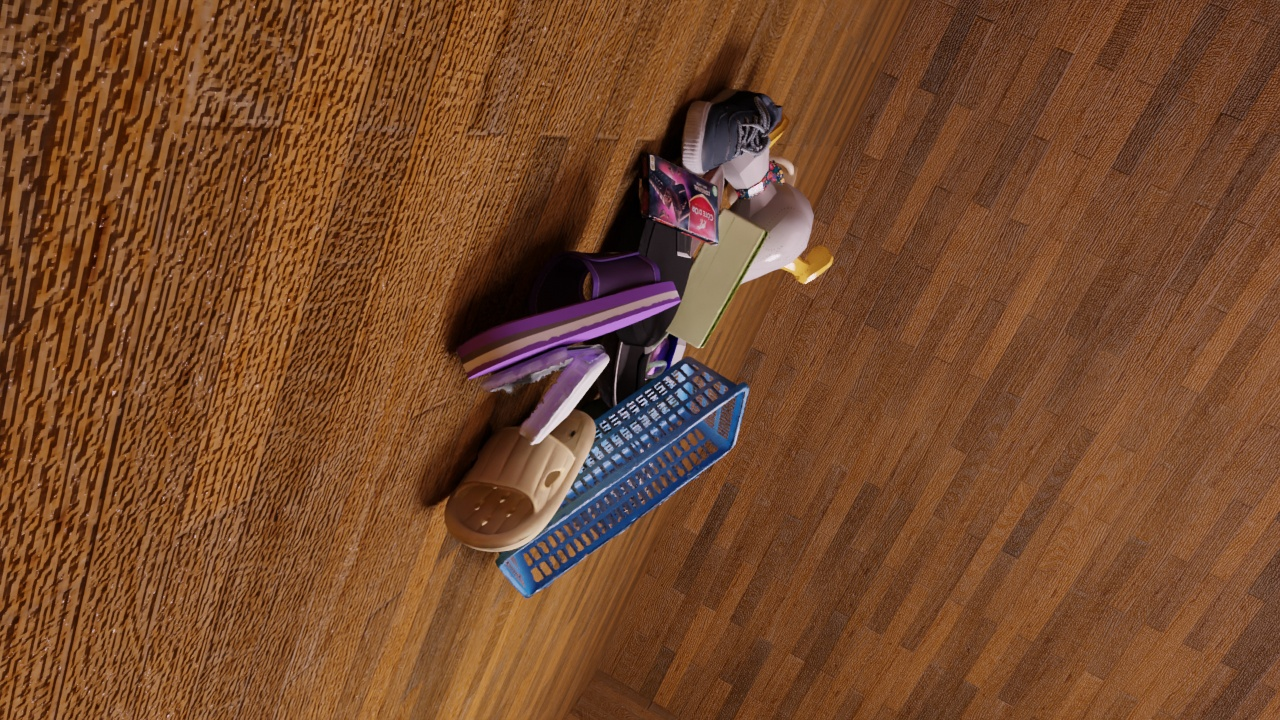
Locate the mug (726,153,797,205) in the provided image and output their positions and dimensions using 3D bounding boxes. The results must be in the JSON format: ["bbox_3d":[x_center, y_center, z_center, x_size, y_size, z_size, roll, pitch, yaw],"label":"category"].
[{"bbox_3d":[0.194,-0.289,1.479,0.120,0.100,0.096,106,2,-55],"label":"mug"}]

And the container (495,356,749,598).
[{"bbox_3d":[-0.036,0.145,1.176,0.361,0.089,0.257,-34,161,-13],"label":"container"}]

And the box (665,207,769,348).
[{"bbox_3d":[0.095,-0.115,1.263,0.188,0.083,0.091,-61,-161,11],"label":"box"}]

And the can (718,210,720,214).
[{"bbox_3d":[0.114,-0.223,1.450,0.032,0.032,0.095,-65,169,13],"label":"can"}]

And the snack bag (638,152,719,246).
[{"bbox_3d":[0.047,-0.184,1.059,0.155,0.018,0.074,9,78,-55],"label":"snack bag"}]

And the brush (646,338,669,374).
[{"bbox_3d":[-0.023,0.061,1.466,0.229,0.043,0.089,-65,169,9],"label":"brush"}]

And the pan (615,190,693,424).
[{"bbox_3d":[0.018,-0.068,1.162,0.224,0.034,0.357,-50,149,-55],"label":"pan"}]

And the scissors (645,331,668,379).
[{"bbox_3d":[-0.008,0.014,1.359,0.171,0.025,0.160,-45,158,-6],"label":"scissors"}]

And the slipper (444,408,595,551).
[{"bbox_3d":[-0.124,0.101,0.980,0.260,0.111,0.079,-52,144,-59],"label":"slipper"}]

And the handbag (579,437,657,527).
[{"bbox_3d":[-0.034,0.164,1.385,0.153,0.115,0.125,-17,131,-36],"label":"handbag"}]

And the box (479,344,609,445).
[{"bbox_3d":[-0.072,0.031,0.913,0.215,0.123,0.083,-13,84,-80],"label":"box"}]

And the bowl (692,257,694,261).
[{"bbox_3d":[0.060,-0.094,1.374,0.062,0.118,0.118,-17,156,-9],"label":"bowl"}]

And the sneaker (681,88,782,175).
[{"bbox_3d":[0.116,-0.284,1.137,0.234,0.087,0.089,-51,147,-53],"label":"sneaker"}]

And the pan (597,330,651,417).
[{"bbox_3d":[0.015,-0.093,1.254,0.187,0.055,0.356,70,35,-68],"label":"pan"}]

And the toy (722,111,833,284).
[{"bbox_3d":[0.174,-0.218,1.366,0.246,0.141,0.267,-49,129,1],"label":"toy"}]

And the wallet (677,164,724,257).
[{"bbox_3d":[0.077,-0.190,1.155,0.122,0.019,0.072,-59,156,-43],"label":"wallet"}]

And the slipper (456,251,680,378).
[{"bbox_3d":[-0.066,-0.062,0.855,0.107,0.084,0.265,-22,180,41],"label":"slipper"}]

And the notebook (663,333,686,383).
[{"bbox_3d":[0.058,-0.031,1.518,0.208,0.022,0.172,-79,-176,-47],"label":"notebook"}]

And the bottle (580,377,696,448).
[{"bbox_3d":[0.004,0.068,1.359,0.206,0.071,0.072,-20,141,-42],"label":"bottle"}]
